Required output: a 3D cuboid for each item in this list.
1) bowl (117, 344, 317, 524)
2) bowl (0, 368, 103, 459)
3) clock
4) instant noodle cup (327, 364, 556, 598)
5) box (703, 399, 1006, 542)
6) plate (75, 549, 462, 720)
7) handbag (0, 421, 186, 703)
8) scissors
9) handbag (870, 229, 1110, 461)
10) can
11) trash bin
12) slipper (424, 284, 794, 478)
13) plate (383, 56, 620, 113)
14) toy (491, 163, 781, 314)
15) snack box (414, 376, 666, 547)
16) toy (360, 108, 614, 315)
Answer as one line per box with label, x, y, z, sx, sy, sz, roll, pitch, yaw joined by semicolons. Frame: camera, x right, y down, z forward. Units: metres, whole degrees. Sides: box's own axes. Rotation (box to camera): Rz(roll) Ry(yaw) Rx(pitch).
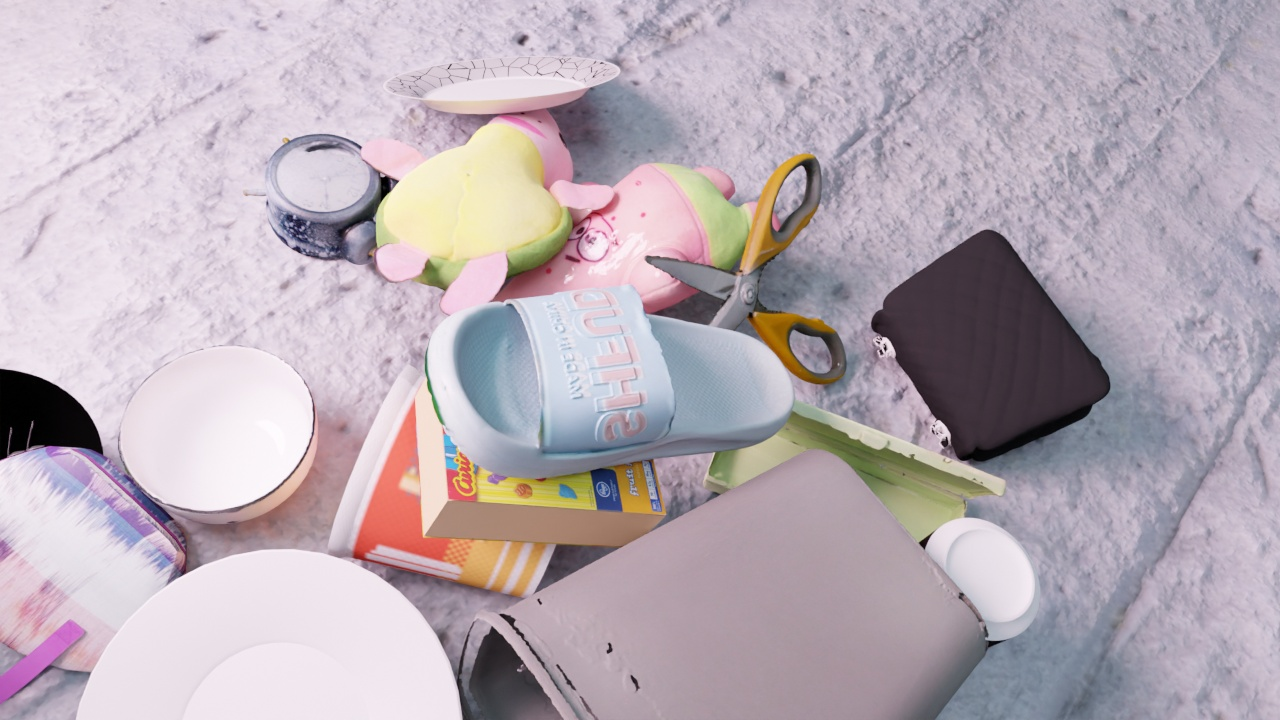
bowl;-0.262;0.054;0.585;0.113;0.063;0.113;4;61;-8
bowl;-0.398;0.061;0.548;0.053;0.124;0.123;13;50;43
clock;-0.225;-0.120;0.696;0.129;0.052;0.090;23;60;-3
instant noodle cup;-0.110;0.083;0.571;0.121;0.124;0.123;22;60;-7
box;0.141;0.090;0.643;0.188;0.091;0.083;21;83;5
plate;-0.204;0.211;0.509;0.208;0.015;0.208;1;81;-4
handbag;-0.357;0.136;0.520;0.169;0.068;0.144;-45;103;-17
scissors;0.088;-0.060;0.653;0.225;0.016;0.224;21;78;-41
handbag;0.260;-0.001;0.713;0.125;0.115;0.153;-28;72;2
can;0.187;0.151;0.575;0.072;0.129;0.071;4;61;-8
trash bin;0.047;0.180;0.507;0.219;0.198;0.197;-29;68;-29
slipper;-0.003;0.003;0.513;0.245;0.074;0.104;2;52;-35
plate;-0.110;-0.223;0.745;0.188;0.016;0.188;-2;27;1
toy;-0.015;-0.081;0.689;0.236;0.097;0.192;-29;37;-11
snack box;-0.058;0.054;0.518;0.125;0.040;0.088;9;49;-29
toy;-0.114;-0.114;0.668;0.190;0.088;0.237;9;42;7
